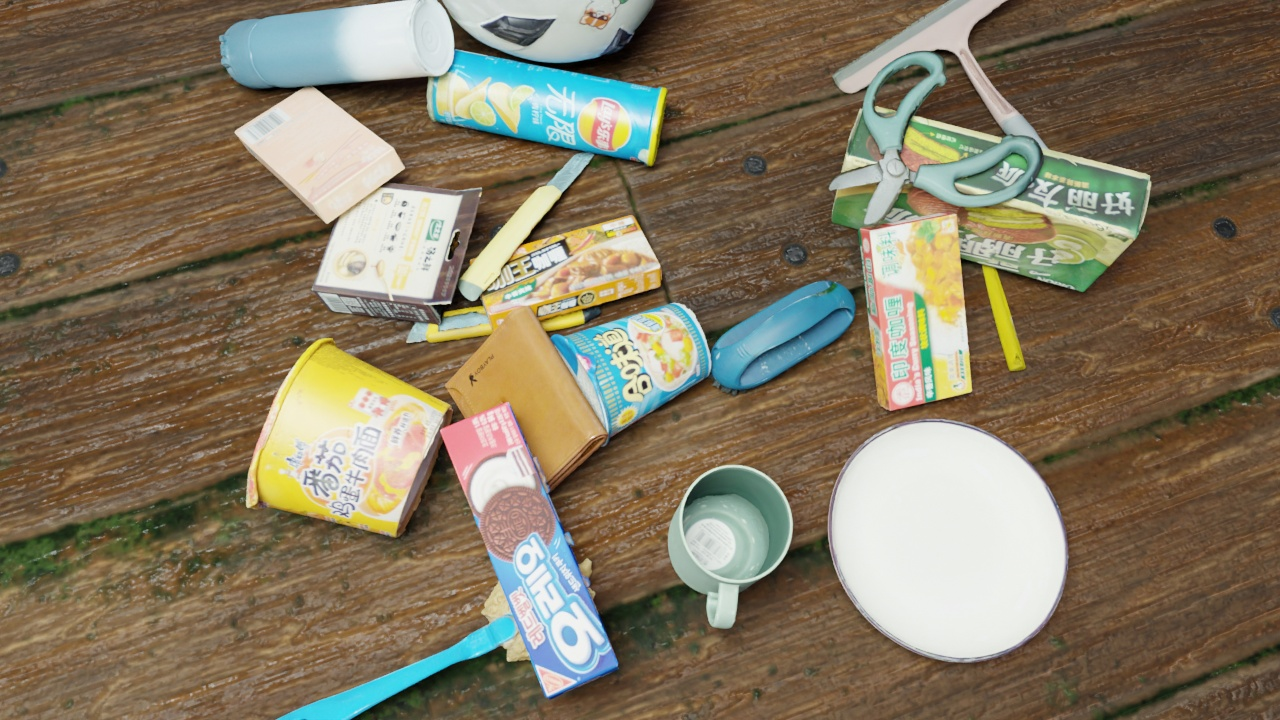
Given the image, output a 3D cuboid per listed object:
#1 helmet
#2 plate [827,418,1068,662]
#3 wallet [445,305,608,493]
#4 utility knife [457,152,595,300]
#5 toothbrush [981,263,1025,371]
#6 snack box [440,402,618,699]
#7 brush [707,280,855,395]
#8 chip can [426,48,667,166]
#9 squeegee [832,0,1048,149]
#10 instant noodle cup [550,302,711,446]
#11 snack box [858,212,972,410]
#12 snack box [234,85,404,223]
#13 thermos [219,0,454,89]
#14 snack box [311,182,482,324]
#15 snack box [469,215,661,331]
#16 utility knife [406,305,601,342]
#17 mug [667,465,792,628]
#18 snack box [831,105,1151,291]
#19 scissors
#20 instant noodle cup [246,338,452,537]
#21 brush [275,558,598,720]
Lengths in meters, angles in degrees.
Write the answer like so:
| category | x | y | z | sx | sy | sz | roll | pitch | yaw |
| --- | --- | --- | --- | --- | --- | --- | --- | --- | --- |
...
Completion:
| category | x | y | z | sx | sy | sz | roll | pitch | yaw |
| --- | --- | --- | --- | --- | --- | --- | --- | --- | --- |
| helmet | -0.094 | -0.354 | 0.830 | 0.229 | 0.157 | 0.274 | -8 | 46 | -34 |
| plate | 0.242 | 0.144 | 0.740 | 0.192 | 0.039 | 0.192 | 1 | 69 | -3 |
| wallet | -0.094 | 0.038 | 0.735 | 0.108 | 0.031 | 0.131 | -43 | 66 | 25 |
| utility knife | -0.099 | -0.127 | 0.813 | 0.031 | 0.022 | 0.211 | 20 | 60 | 20 |
| toothbrush | 0.323 | -0.081 | 0.842 | 0.015 | 0.017 | 0.190 | -7 | 70 | -1 |
| snack box | -0.080 | 0.136 | 0.665 | 0.058 | 0.057 | 0.207 | -22 | 77 | -10 |
| brush | 0.122 | -0.024 | 0.777 | 0.143 | 0.074 | 0.055 | -29 | 78 | -14 |
| chip can | -0.084 | -0.234 | 0.845 | 0.210 | 0.071 | 0.071 | 11 | 69 | 1 |
| squeegee | 0.358 | -0.241 | 0.894 | 0.248 | 0.040 | 0.249 | -32 | 79 | 2 |
| instant noodle cup | -0.004 | 0.004 | 0.753 | 0.109 | 0.099 | 0.099 | -24 | 72 | -20 |
| snack box | 0.233 | -0.041 | 0.774 | 0.077 | 0.027 | 0.156 | -12 | 104 | -8 |
| snack box | -0.285 | -0.186 | 0.810 | 0.084 | 0.026 | 0.157 | -40 | 56 | -16 |
| thermos | -0.274 | -0.279 | 0.816 | 0.221 | 0.070 | 0.070 | 3 | 67 | 22 |
| snack box | -0.202 | -0.095 | 0.788 | 0.126 | 0.053 | 0.113 | 8 | 68 | 7 |
| snack box | -0.065 | -0.076 | 0.798 | 0.153 | 0.026 | 0.075 | -17 | 51 | -11 |
| utility knife | -0.119 | -0.036 | 0.797 | 0.170 | 0.015 | 0.033 | -9 | 68 | -7 |
| mug | 0.063 | 0.146 | 0.691 | 0.082 | 0.106 | 0.111 | 6 | 69 | -2 |
| snack box | 0.292 | -0.139 | 0.794 | 0.240 | 0.114 | 0.063 | 18 | 74 | 10 |
| scissors | 0.244 | -0.168 | 0.738 | 0.181 | 0.019 | 0.170 | 22 | 74 | 11 |
| instant noodle cup | -0.214 | 0.066 | 0.696 | 0.110 | 0.138 | 0.137 | 22 | 69 | -4 |
| brush | -0.143 | 0.218 | 0.679 | 0.254 | 0.046 | 0.083 | -23 | 76 | -18 |
